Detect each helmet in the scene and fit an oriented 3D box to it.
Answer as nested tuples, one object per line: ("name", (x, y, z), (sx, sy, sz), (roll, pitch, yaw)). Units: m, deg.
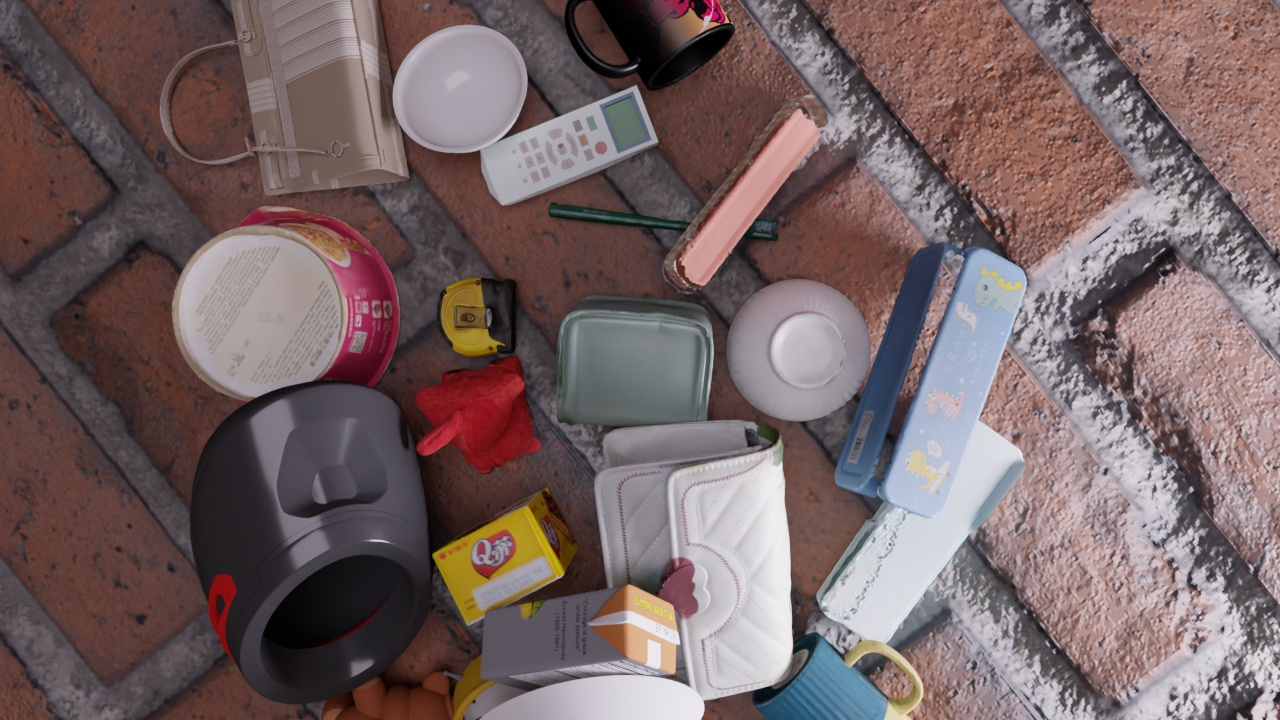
("helmet", (-0.249, 0.118, 0.693), (0.164, 0.170, 0.265), (-9, 135, -32))

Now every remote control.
("remote control", (-0.060, -0.173, 0.753), (0.143, 0.024, 0.049), (-21, 91, 5))

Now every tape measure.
("tape measure", (-0.135, -0.035, 0.754), (0.064, 0.037, 0.065), (1, 92, 2))

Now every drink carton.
("drink carton", (-0.043, 0.197, 0.646), (0.125, 0.076, 0.048), (-17, 56, 26))

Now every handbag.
("handbag", (-0.004, 0.004, 0.734), (0.122, 0.067, 0.106), (4, 108, 3))
("handbag", (-0.306, -0.221, 0.757), (0.198, 0.062, 0.175), (-10, 91, 11))
("handbag", (0.045, 0.152, 0.701), (0.142, 0.096, 0.199), (-6, 107, 7))

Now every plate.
("plate", (-0.036, 0.284, 0.663), (0.174, 0.174, 0.036), (-15, 48, 3))

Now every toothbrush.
("toothbrush", (0.019, -0.116, 0.755), (0.190, 0.016, 0.017), (6, 94, 2))

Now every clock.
("clock", (-0.087, 0.288, 0.740), (0.113, 0.052, 0.152), (-29, 118, 3))

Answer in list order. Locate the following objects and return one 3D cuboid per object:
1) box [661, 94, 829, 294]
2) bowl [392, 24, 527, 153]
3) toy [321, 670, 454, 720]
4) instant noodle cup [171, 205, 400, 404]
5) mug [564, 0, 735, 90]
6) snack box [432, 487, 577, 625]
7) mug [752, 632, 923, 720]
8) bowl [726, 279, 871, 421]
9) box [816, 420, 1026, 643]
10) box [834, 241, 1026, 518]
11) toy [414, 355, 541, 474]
("box", (0.083, -0.131, 0.735), (0.058, 0.062, 0.188), (42, 81, -18))
("bowl", (-0.140, -0.211, 0.744), (0.110, 0.040, 0.109), (-2, 78, 8))
("toy", (-0.198, 0.298, 0.764), (0.127, 0.065, 0.095), (-16, 94, -7))
("instant noodle cup", (-0.293, -0.037, 0.742), (0.179, 0.077, 0.178), (0, 92, 3))
("mug", (-0.001, -0.268, 0.713), (0.118, 0.082, 0.098), (-32, 90, -15))
("snack box", (-0.103, 0.151, 0.725), (0.083, 0.105, 0.061), (-28, 88, 2))
("mug", (0.164, 0.271, 0.728), (0.107, 0.083, 0.114), (45, 99, 4))
("bowl", (0.129, -0.008, 0.731), (0.118, 0.062, 0.118), (0, 92, 3))
("box", (0.225, 0.137, 0.744), (0.083, 0.066, 0.199), (34, 93, -23))
("box", (0.223, 0.013, 0.720), (0.077, 0.074, 0.209), (22, 86, -14))
("toy", (-0.124, 0.056, 0.717), (0.088, 0.132, 0.094), (-10, 101, 14))
